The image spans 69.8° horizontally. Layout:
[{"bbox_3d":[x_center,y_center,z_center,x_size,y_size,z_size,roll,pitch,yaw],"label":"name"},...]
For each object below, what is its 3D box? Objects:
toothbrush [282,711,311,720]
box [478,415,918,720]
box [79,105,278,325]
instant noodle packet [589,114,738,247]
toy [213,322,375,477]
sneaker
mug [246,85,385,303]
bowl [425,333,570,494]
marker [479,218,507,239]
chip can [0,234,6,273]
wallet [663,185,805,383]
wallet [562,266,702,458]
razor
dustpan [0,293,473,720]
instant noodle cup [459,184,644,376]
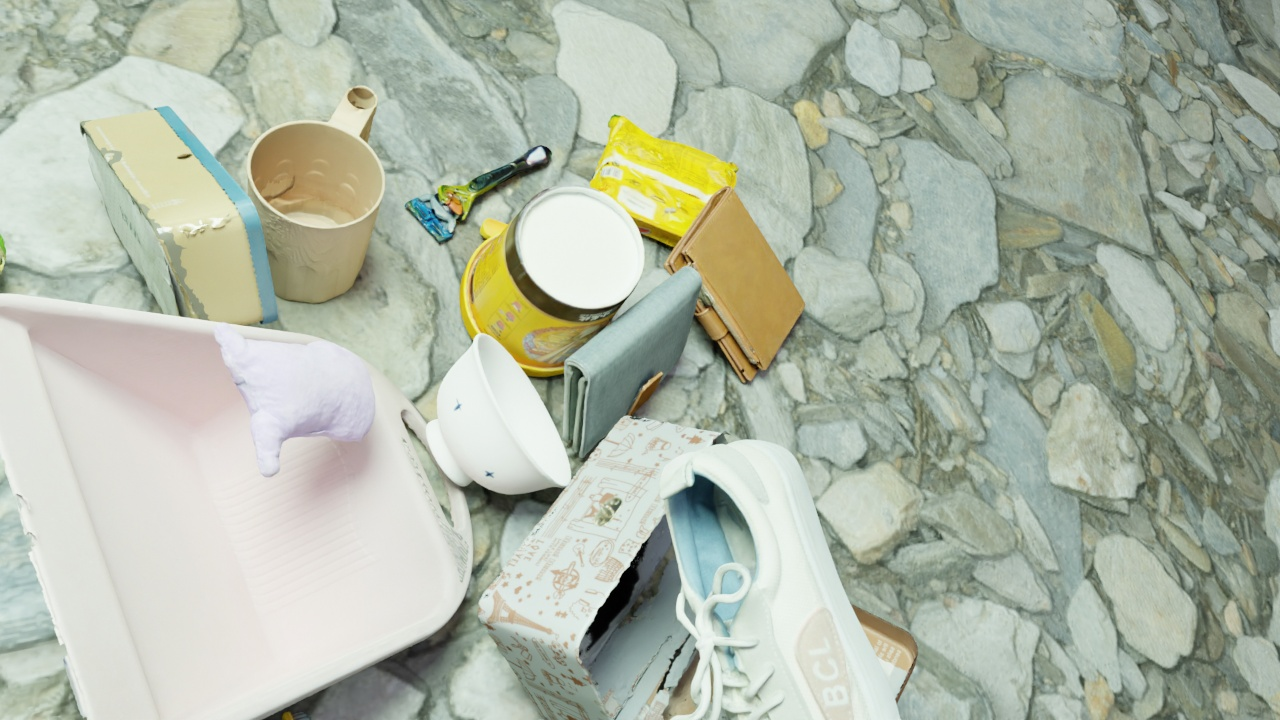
[{"bbox_3d":[-0.172,0.288,0.502,0.018,0.016,0.191,-5,66,-36],"label":"toothbrush"},{"bbox_3d":[0.041,0.158,0.559,0.227,0.157,0.179,23,51,25],"label":"box"},{"bbox_3d":[-0.282,-0.085,0.563,0.059,0.090,0.184,-25,49,-33],"label":"box"},{"bbox_3d":[0.016,-0.150,0.799,0.128,0.044,0.110,22,59,-10],"label":"instant noodle packet"},{"bbox_3d":[-0.184,0.020,0.512,0.108,0.039,0.084,5,66,-73],"label":"toy"},{"bbox_3d":[0.065,0.158,0.473,0.090,0.090,0.242,4,66,-48],"label":"sneaker"},{"bbox_3d":[-0.220,-0.114,0.635,0.084,0.104,0.124,23,57,-13],"label":"mug"},{"bbox_3d":[-0.104,0.048,0.619,0.065,0.118,0.118,-29,76,5],"label":"bowl"},{"bbox_3d":[-0.071,-0.086,0.744,0.123,0.015,0.018,19,60,-17],"label":"marker"},{"bbox_3d":[-0.404,0.016,0.503,0.072,0.073,0.221,3,64,-23],"label":"chip can"},{"bbox_3d":[0.081,-0.062,0.762,0.132,0.031,0.107,52,53,-24],"label":"wallet"},{"bbox_3d":[-0.004,0.004,0.673,0.037,0.107,0.129,33,53,21],"label":"wallet"},{"bbox_3d":[-0.122,-0.145,0.747,0.042,0.022,0.142,49,55,3],"label":"razor"},{"bbox_3d":[-0.191,0.065,0.498,0.138,0.274,0.222,-26,79,-7],"label":"dustpan"},{"bbox_3d":[-0.061,-0.061,0.664,0.118,0.115,0.118,8,69,-21],"label":"instant noodle cup"}]
